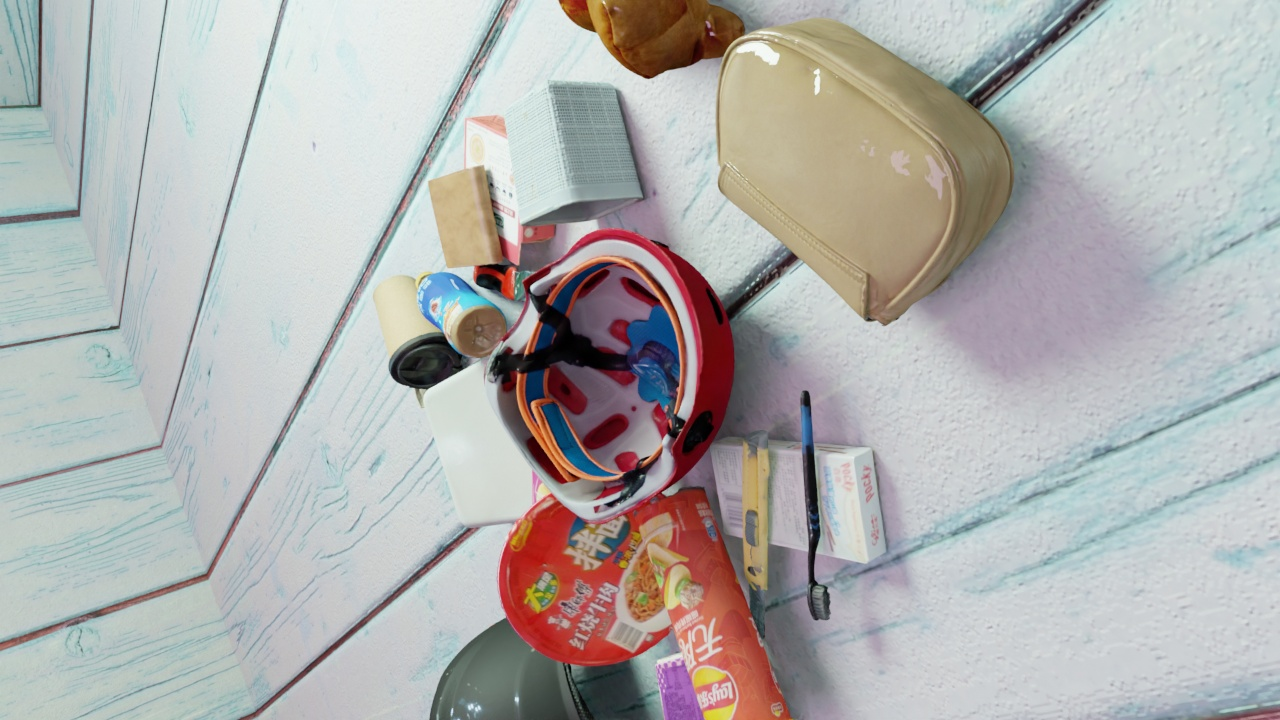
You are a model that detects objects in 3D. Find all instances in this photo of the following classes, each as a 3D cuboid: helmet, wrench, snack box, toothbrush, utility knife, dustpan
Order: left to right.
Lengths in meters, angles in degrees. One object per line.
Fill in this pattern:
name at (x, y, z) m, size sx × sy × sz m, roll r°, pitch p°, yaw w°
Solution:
wrench at (-0.140, -0.078, 0.948) m, size 0.273 × 0.016 × 0.056 m, roll -147°, pitch 66°, yaw -63°
snack box at (-0.137, -0.178, 0.951) m, size 0.113 × 0.044 × 0.127 m, roll 33°, pitch 127°, yaw 39°
dustpan at (-0.140, 0.087, 1.075) m, size 0.258 × 0.142 × 0.222 m, roll -19°, pitch 88°, yaw 22°
helmet at (-0.115, 0.392, 0.992) m, size 0.233 × 0.229 × 0.275 m, roll 66°, pitch 161°, yaw 13°
helmet at (-0.005, 0.005, 0.782) m, size 0.207 × 0.143 × 0.241 m, roll 46°, pitch 119°, yaw 24°
utility knife at (0.098, 0.145, 0.764) m, size 0.031 × 0.020 × 0.196 m, roll 24°, pitch 127°, yaw 52°
snack box at (0.124, 0.110, 0.749) m, size 0.157 × 0.026 × 0.085 m, roll 0°, pitch 102°, yaw 50°
toothbrush at (0.134, 0.114, 0.706) m, size 0.016 × 0.014 × 0.189 m, roll 9°, pitch 109°, yaw 48°

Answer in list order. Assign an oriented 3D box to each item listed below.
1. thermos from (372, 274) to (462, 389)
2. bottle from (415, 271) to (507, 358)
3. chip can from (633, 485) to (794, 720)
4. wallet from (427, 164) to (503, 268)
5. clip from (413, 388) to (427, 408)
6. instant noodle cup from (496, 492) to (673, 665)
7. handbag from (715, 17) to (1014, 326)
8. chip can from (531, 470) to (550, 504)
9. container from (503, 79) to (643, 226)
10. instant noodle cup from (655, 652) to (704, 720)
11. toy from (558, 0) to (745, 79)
thermos at (-0.284, -0.036, 1.151) m, size 0.143 × 0.092 × 0.093 m, roll 59°, pitch 140°, yaw 31°
bottle at (-0.217, -0.064, 1.060) m, size 0.219 × 0.065 × 0.065 m, roll 36°, pitch 129°, yaw 57°
chip can at (0.060, 0.218, 0.781) m, size 0.073 × 0.073 × 0.216 m, roll -50°, pitch 52°, yaw 46°
wallet at (-0.188, -0.150, 0.972) m, size 0.115 × 0.020 × 0.101 m, roll 4°, pitch 108°, yaw 53°
clip at (-0.306, 0.009, 1.231) m, size 0.092 × 0.034 × 0.103 m, roll 26°, pitch 129°, yaw 39°
instant noodle cup at (-0.042, 0.194, 0.887) m, size 0.066 × 0.193 × 0.194 m, roll -131°, pitch 35°, yaw -74°
handbag at (0.138, -0.129, 0.601) m, size 0.204 × 0.099 × 0.148 m, roll 48°, pitch 142°, yaw 29°
chip can at (-0.075, 0.051, 0.918) m, size 0.071 × 0.071 × 0.211 m, roll 16°, pitch 108°, yaw 47°
container at (-0.064, -0.187, 0.828) m, size 0.090 × 0.090 × 0.111 m, roll -10°, pitch 92°, yaw 51°
instant noodle cup at (0.066, 0.309, 0.832) m, size 0.112 × 0.111 × 0.099 m, roll -39°, pitch 62°, yaw 49°
toy at (-0.009, -0.298, 0.703) m, size 0.199 × 0.130 × 0.140 m, roll 41°, pitch 170°, yaw 48°
